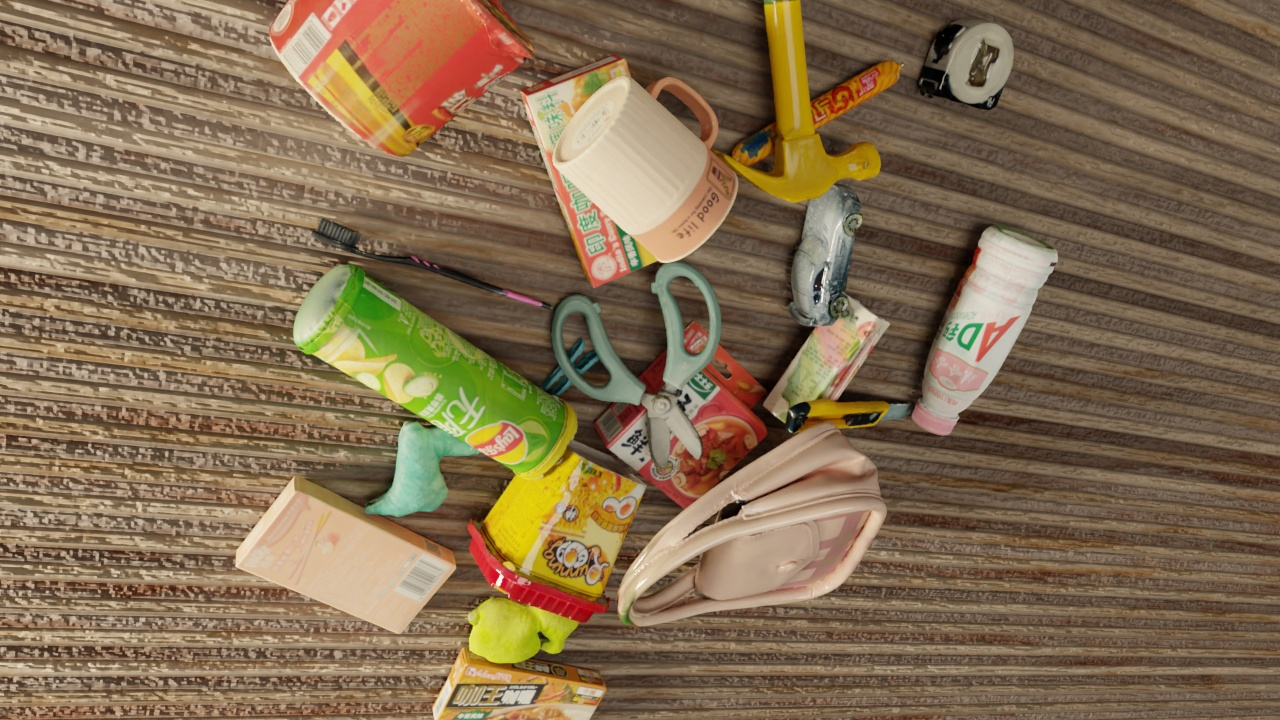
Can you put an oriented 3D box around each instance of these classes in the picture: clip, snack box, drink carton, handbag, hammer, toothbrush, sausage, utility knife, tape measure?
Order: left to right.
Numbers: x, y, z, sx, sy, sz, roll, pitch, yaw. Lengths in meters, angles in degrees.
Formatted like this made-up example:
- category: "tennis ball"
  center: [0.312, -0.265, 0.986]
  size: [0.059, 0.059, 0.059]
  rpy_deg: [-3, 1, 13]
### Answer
- category: "snack box"
  center: [-0.241, 0.164, 0.761]
  size: [0.157, 0.026, 0.084]
  rpy_deg: [36, 100, -30]
- category: "toothbrush"
  center: [-0.149, -0.069, 0.687]
  size: [0.189, 0.014, 0.018]
  rpy_deg: [17, 97, -27]
- category: "snack box"
  center: [-0.115, 0.326, 0.887]
  size: [0.153, 0.026, 0.075]
  rpy_deg: [20, 106, -27]
- category: "clip"
  center: [-0.059, 0.008, 0.758]
  size: [0.057, 0.014, 0.047]
  rpy_deg: [-44, 121, 7]
- category: "snack box"
  center: [-0.027, -0.139, 0.688]
  size: [0.077, 0.027, 0.156]
  rpy_deg: [-24, 120, -8]
- category: "snack box"
  center: [0.044, 0.051, 0.798]
  size: [0.127, 0.044, 0.113]
  rpy_deg: [-46, 121, 5]
- category: "handbag"
  center: [0.083, 0.162, 0.789]
  size: [0.233, 0.093, 0.194]
  rpy_deg: [-18, 147, -19]
- category: "hammer"
  center: [0.100, -0.260, 0.656]
  size: [0.128, 0.033, 0.301]
  rpy_deg: [-15, 114, -11]
- category: "sausage"
  center: [0.138, -0.194, 0.724]
  size: [0.165, 0.021, 0.021]
  rpy_deg: [-31, 121, -3]
- category: "drink carton"
  center: [0.166, 0.005, 0.810]
  size: [0.122, 0.045, 0.053]
  rpy_deg: [-57, 152, 11]
- category: "utility knife"
  center: [0.197, 0.048, 0.827]
  size: [0.215, 0.015, 0.033]
  rpy_deg: [0, 127, -45]
- category: "tape measure"
  center: [0.265, -0.241, 0.741]
  size: [0.065, 0.033, 0.066]
  rpy_deg: [4, 114, -23]

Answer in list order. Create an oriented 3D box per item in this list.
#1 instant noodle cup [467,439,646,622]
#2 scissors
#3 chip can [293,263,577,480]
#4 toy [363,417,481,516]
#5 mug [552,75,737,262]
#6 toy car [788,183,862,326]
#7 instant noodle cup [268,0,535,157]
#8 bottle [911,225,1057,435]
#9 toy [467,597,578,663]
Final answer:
- category: "instant noodle cup"
  center: [-0.065, 0.133, 0.768]
  size: [0.116, 0.116, 0.123]
  rpy_deg: [28, 91, -29]
- category: "scissors"
  center: [-0.008, 0.008, 0.740]
  size: [0.171, 0.019, 0.177]
  rpy_deg: [1, 99, -2]
- category: "chip can"
  center: [-0.151, 0.012, 0.692]
  size: [0.221, 0.072, 0.072]
  rpy_deg: [36, 99, -30]
- category: "toy"
  center: [-0.173, 0.086, 0.747]
  size: [0.096, 0.030, 0.092]
  rpy_deg: [-1, 118, -26]
- category: "mug"
  center: [0.010, -0.145, 0.642]
  size: [0.106, 0.082, 0.114]
  rpy_deg: [37, 71, -29]
- category: "toy car"
  center: [0.151, -0.087, 0.763]
  size: [0.036, 0.054, 0.121]
  rpy_deg: [-2, 115, -21]
- category: "instant noodle cup"
  center: [-0.149, -0.201, 0.558]
  size: [0.109, 0.137, 0.138]
  rpy_deg: [-41, 122, 12]
- category: "bottle"
  center: [0.310, -0.023, 0.847]
  size: [0.068, 0.068, 0.197]
  rpy_deg: [9, 114, -24]
- category: "toy"
  center: [-0.109, 0.248, 0.848]
  size: [0.100, 0.031, 0.097]
  rpy_deg: [-33, 119, -7]
